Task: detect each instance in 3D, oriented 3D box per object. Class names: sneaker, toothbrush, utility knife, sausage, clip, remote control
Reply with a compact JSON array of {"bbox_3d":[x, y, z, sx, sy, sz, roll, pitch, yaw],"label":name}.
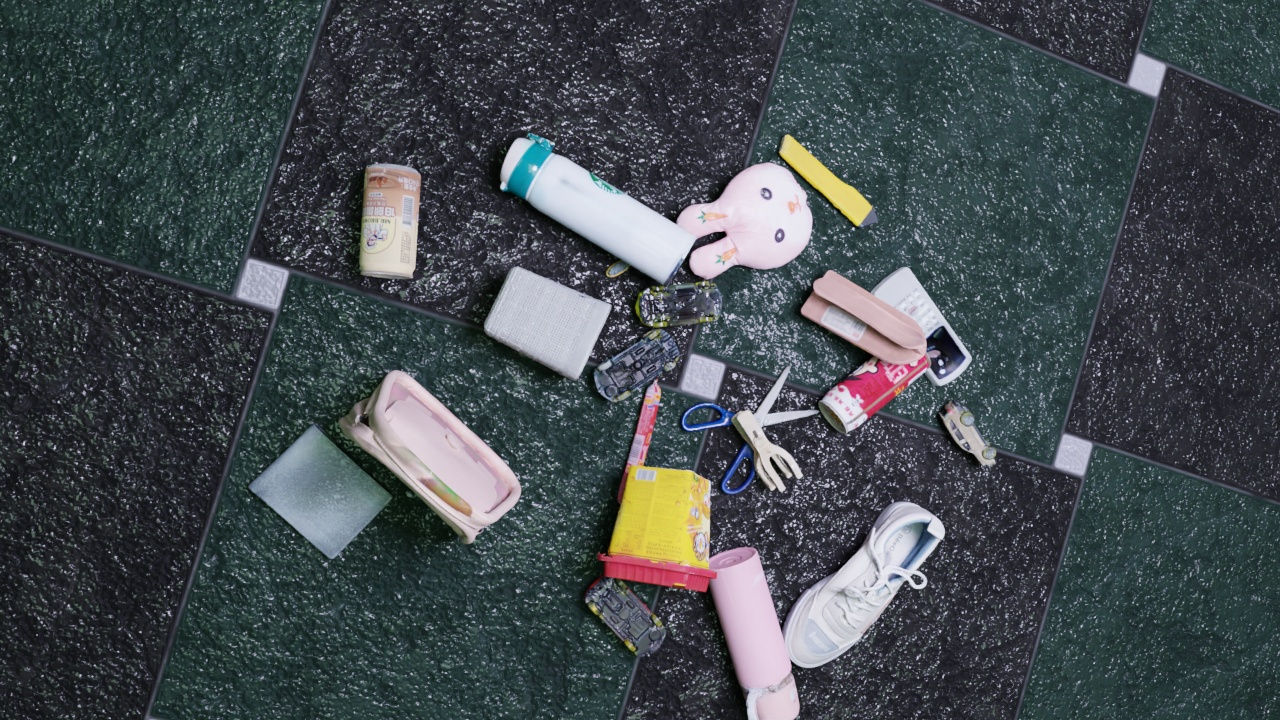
[{"bbox_3d":[0.267,0.270,1.075,0.089,0.091,0.242,44,84,-8],"label":"sneaker"},{"bbox_3d":[0.042,-0.148,1.061,0.191,0.018,0.016,-32,98,-9],"label":"toothbrush"},{"bbox_3d":[0.224,-0.212,1.097,0.154,0.015,0.033,41,77,-8],"label":"utility knife"},{"bbox_3d":[0.000,0.096,1.056,0.020,0.020,0.156,16,88,-11],"label":"sausage"},{"bbox_3d":[0.142,0.108,1.075,0.034,0.084,0.104,-37,73,-11],"label":"clip"},{"bbox_3d":[0.343,-0.040,1.119,0.058,0.021,0.150,-39,97,-8],"label":"remote control"}]

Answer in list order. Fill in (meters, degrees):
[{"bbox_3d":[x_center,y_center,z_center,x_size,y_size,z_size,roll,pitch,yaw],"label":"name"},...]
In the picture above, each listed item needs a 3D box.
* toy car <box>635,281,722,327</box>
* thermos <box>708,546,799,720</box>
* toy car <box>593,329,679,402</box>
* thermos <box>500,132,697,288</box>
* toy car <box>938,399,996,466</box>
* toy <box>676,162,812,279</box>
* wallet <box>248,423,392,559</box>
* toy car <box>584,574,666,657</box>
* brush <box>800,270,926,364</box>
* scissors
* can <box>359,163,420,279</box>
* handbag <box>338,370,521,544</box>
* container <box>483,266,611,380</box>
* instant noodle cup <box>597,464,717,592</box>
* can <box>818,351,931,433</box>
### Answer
[{"bbox_3d":[0.044,-0.064,1.057,0.105,0.032,0.048,-7,92,-22],"label":"toy car"},{"bbox_3d":[0.126,0.323,1.054,0.067,0.087,0.198,-13,94,34],"label":"thermos"},{"bbox_3d":[-0.006,0.006,1.048,0.105,0.031,0.049,-33,96,-10],"label":"toy car"},{"bbox_3d":[-0.049,-0.168,1.009,0.224,0.073,0.073,31,85,-2],"label":"thermos"},{"bbox_3d":[0.402,0.091,1.123,0.035,0.042,0.090,-35,92,15],"label":"toy car"},{"bbox_3d":[0.123,-0.156,1.057,0.159,0.054,0.121,-25,107,-9],"label":"toy"},{"bbox_3d":[-0.344,0.143,0.994,0.097,0.019,0.121,-45,100,-5],"label":"wallet"},{"bbox_3d":[-0.017,0.291,1.050,0.049,0.031,0.106,-44,97,-7],"label":"toy car"},{"bbox_3d":[0.261,-0.045,1.054,0.146,0.073,0.063,34,83,19],"label":"brush"},{"bbox_3d":[0.127,0.079,1.085,0.175,0.012,0.162,10,88,-12],"label":"scissors"},{"bbox_3d":[-0.268,-0.147,0.982,0.058,0.058,0.116,4,91,-11],"label":"can"},{"bbox_3d":[-0.210,0.106,0.907,0.193,0.234,0.093,45,84,-8],"label":"handbag"},{"bbox_3d":[-0.104,-0.043,1.001,0.114,0.090,0.090,26,86,-7],"label":"container"},{"bbox_3d":[0.025,0.184,1.012,0.116,0.116,0.123,2,75,23],"label":"instant noodle cup"},{"bbox_3d":[0.278,0.028,1.091,0.132,0.053,0.053,-38,97,-8],"label":"can"}]
